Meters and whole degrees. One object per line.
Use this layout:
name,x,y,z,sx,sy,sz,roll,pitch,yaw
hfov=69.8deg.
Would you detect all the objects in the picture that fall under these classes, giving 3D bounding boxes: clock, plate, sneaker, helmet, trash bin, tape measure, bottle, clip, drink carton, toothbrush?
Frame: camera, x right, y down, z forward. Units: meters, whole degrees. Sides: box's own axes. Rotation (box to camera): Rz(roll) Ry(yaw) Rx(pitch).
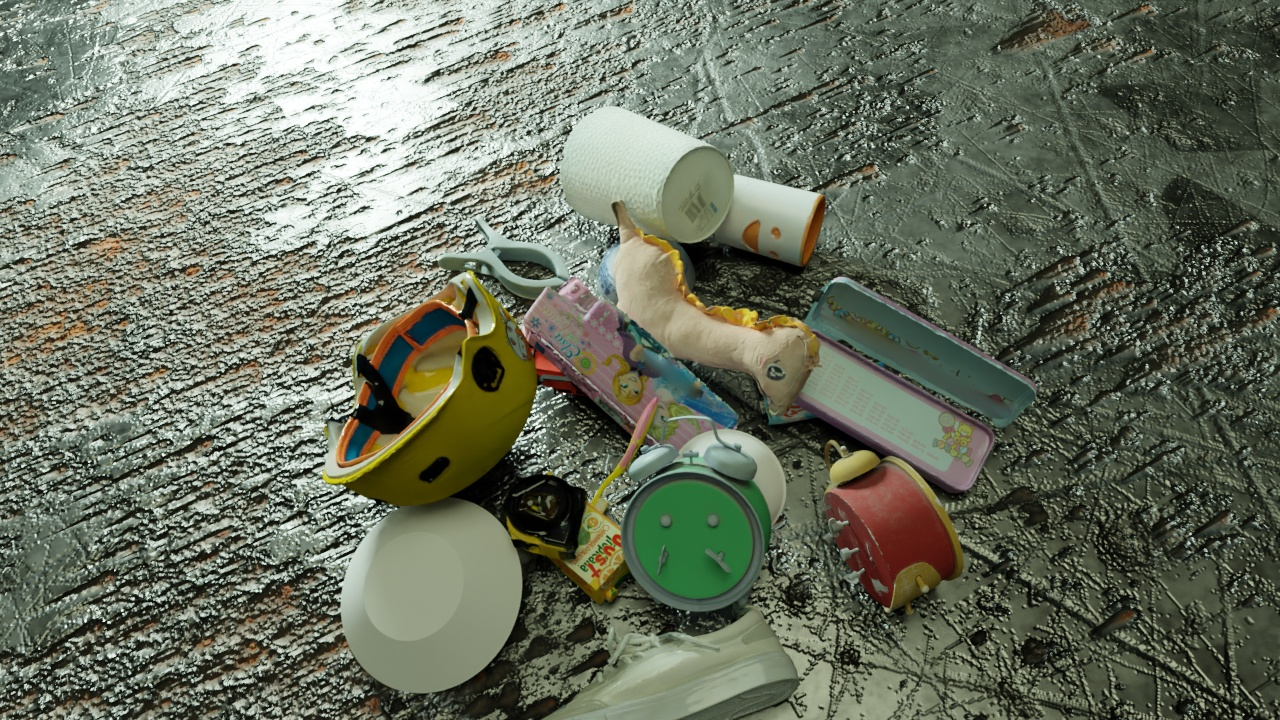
clock,0.046,0.128,0.781,0.122,0.075,0.161,-3,97,16
plate,-0.194,0.202,0.814,0.174,0.036,0.173,-5,68,11
sneaker,0.005,0.268,0.757,0.242,0.090,0.090,-16,51,-14
helmet,-0.184,0.049,0.866,0.210,0.139,0.239,-27,38,30
clock,0.201,0.142,0.805,0.081,0.117,0.158,-25,61,-9
trash bin,0.011,-0.201,1.015,0.133,0.133,0.161,-39,42,-21
tape measure,-0.086,0.139,0.823,0.072,0.042,0.071,5,59,11
bottle,-0.148,0.168,0.860,0.110,0.036,0.036,25,61,20
clip,-0.146,-0.121,1.066,0.162,0.027,0.090,17,57,14
drink carton,0.184,0.033,0.924,0.129,0.039,0.044,-11,75,-4
drink carton,-0.059,0.166,0.853,0.122,0.041,0.058,35,65,24
toothbrush,-0.014,0.093,0.869,0.016,0.021,0.136,33,106,12

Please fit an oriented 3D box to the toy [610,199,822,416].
toy,0.061,-0.056,0.905,0.065,0.196,0.265,-18,21,-41

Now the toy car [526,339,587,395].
toy car,-0.079,0.009,0.957,0.100,0.049,0.051,6,57,8

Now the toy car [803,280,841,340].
toy car,0.198,-0.029,0.976,0.060,0.027,0.107,26,78,21

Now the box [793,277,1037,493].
box,0.249,0.021,0.875,0.214,0.140,0.062,31,21,7

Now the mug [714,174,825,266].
mug,0.146,-0.158,1.035,0.105,0.082,0.082,18,59,17

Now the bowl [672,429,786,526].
bowl,0.075,0.120,0.834,0.110,0.040,0.110,2,99,13

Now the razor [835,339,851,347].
razor,0.167,-0.004,0.948,0.106,0.026,0.042,-18,66,4

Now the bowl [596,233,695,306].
bowl,0.005,-0.107,1.033,0.114,0.045,0.114,-2,55,3

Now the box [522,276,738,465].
box,-0.005,0.004,0.889,0.230,0.091,0.084,42,58,7
